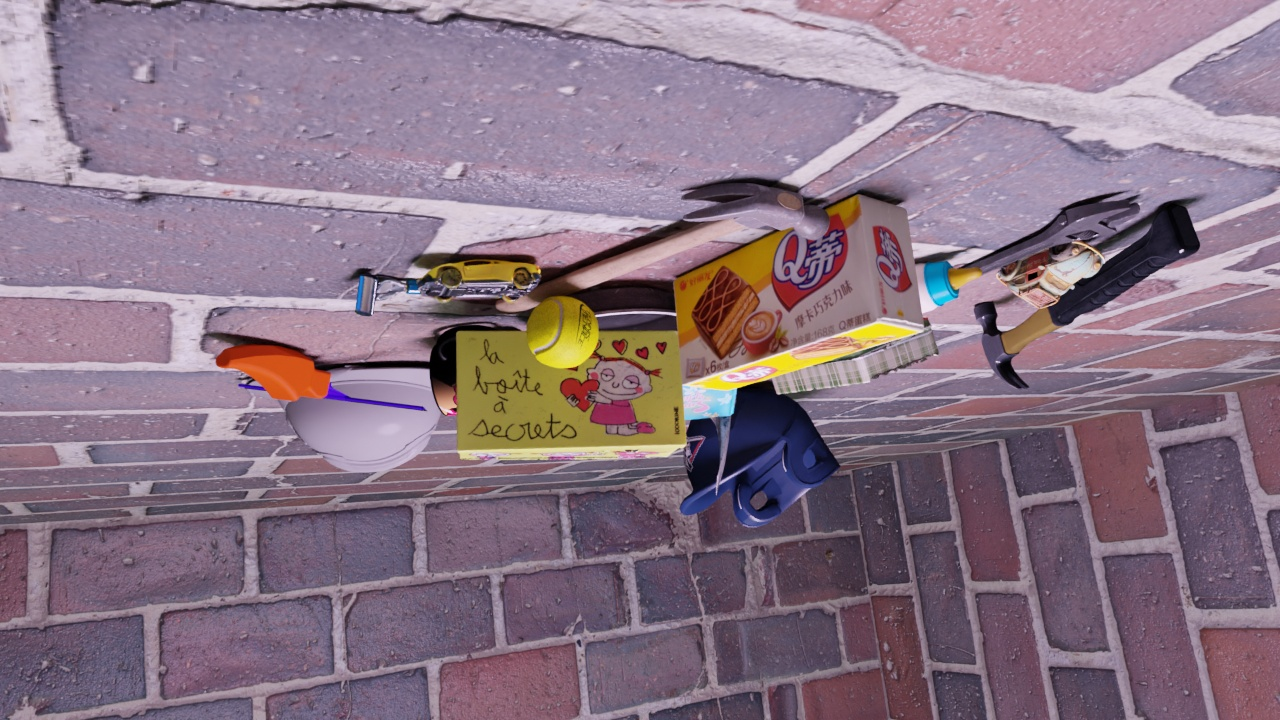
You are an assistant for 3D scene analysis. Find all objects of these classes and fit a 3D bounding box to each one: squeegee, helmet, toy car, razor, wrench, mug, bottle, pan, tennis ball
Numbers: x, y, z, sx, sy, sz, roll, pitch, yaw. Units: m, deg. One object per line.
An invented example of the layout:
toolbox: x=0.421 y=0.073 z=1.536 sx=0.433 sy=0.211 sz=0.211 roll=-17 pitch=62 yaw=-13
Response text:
squeegee: x=-0.381 y=0.014 z=0.982 sx=0.250 sy=0.055 sz=0.184 roll=6 pitch=172 yaw=18
helmet: x=-0.351 y=0.081 z=1.152 sx=0.271 sy=0.117 sz=0.183 roll=-3 pitch=168 yaw=-5
toy car: x=0.410 y=-0.082 z=0.928 sx=0.047 sy=0.047 sz=0.112 roll=25 pitch=157 yaw=-16
razor: x=-0.180 y=-0.063 z=0.817 sx=0.143 sy=0.022 sz=0.042 roll=-4 pitch=132 yaw=-31
helmet: x=0.166 y=0.160 z=1.506 sx=0.271 sy=0.223 sz=0.233 roll=-33 pitch=167 yaw=-31
wrench: x=0.366 y=-0.104 z=0.905 sx=0.073 sy=0.018 sz=0.274 roll=-1 pitch=168 yaw=-23
mug: x=-0.178 y=0.004 z=1.009 sx=0.098 sy=0.081 sz=0.118 roll=-8 pitch=140 yaw=7
bottle: x=0.273 y=-0.070 z=0.929 sx=0.146 sy=0.051 sz=0.051 roll=-16 pitch=165 yaw=38
pan: x=0.051 y=-0.033 z=0.978 sx=0.356 sy=0.055 sz=0.188 roll=-3 pitch=167 yaw=-16
toy car: x=-0.137 y=-0.068 z=0.780 sx=0.106 sy=0.030 sz=0.049 roll=-3 pitch=169 yaw=-24
tennis ball: x=-0.071 y=-0.026 z=0.834 sx=0.065 sy=0.065 sz=0.065 roll=-6 pitch=168 yaw=-1

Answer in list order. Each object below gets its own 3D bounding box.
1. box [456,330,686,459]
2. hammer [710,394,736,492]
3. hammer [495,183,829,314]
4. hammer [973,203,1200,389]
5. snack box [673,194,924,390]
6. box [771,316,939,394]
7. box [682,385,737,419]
box: x=-0.072 y=0.036 z=0.907 sx=0.221 sy=0.124 sz=0.081 roll=2 pitch=165 yaw=-11
hammer: x=-0.032 y=0.060 z=1.142 sx=0.301 sy=0.217 sz=0.037 roll=4 pitch=133 yaw=5
hammer: x=-0.009 y=-0.088 z=0.790 sx=0.332 sy=0.030 sz=0.119 roll=-13 pitch=166 yaw=41
hammer: x=0.457 y=-0.061 z=0.968 sx=0.025 sy=0.117 sz=0.334 roll=-6 pitch=163 yaw=-12
snack box: x=0.128 y=-0.052 z=0.804 sx=0.061 sy=0.110 sz=0.231 roll=8 pitch=162 yaw=-38
box: x=0.248 y=-0.003 z=1.101 sx=0.117 sy=0.049 sz=0.206 roll=-17 pitch=180 yaw=-21
box: x=-0.007 y=0.006 z=1.097 sx=0.226 sy=0.121 sz=0.098 roll=-5 pitch=140 yaw=-5
